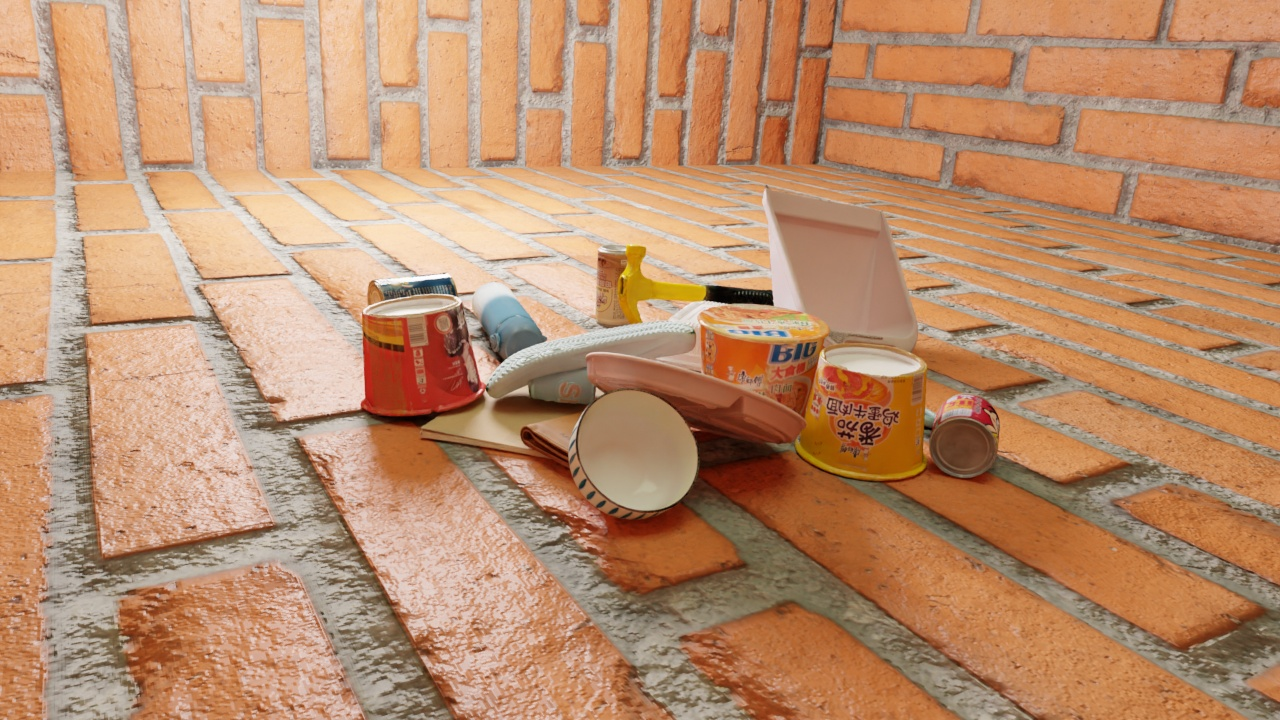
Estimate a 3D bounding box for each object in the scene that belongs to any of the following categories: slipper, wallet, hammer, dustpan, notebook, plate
[{"bbox_3d":[-0.054,0.009,1.048,0.245,0.074,0.104,-13,12,-3],"label":"slipper"},{"bbox_3d":[-0.035,0.081,0.925,0.130,0.035,0.119,-10,20,-42],"label":"wallet"},{"bbox_3d":[0.091,-0.100,1.393,0.300,0.129,0.033,1,12,-37],"label":"hammer"},{"bbox_3d":[0.302,-0.121,1.316,0.222,0.273,0.139,3,-4,-24],"label":"dustpan"},{"bbox_3d":[-0.131,0.055,1.026,0.149,0.012,0.211,9,19,11],"label":"notebook"},{"bbox_3d":[0.051,0.042,0.918,0.229,0.028,0.229,17,-9,3],"label":"plate"}]

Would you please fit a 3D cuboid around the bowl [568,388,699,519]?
[{"bbox_3d":[-0.013,0.090,0.824,0.116,0.116,0.066,-6,-23,-26],"label":"bowl"}]

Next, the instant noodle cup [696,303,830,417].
[{"bbox_3d":[0.135,0.007,1.057,0.151,0.111,0.151,4,18,-1],"label":"instant noodle cup"}]

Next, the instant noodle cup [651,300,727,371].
[{"bbox_3d":[0.099,-0.037,1.271,0.138,0.060,0.173,10,18,19],"label":"instant noodle cup"}]

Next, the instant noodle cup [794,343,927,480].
[{"bbox_3d":[0.236,0.048,0.960,0.138,0.110,0.138,2,19,-1],"label":"instant noodle cup"}]

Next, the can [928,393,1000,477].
[{"bbox_3d":[0.341,0.076,0.963,0.066,0.066,0.093,11,20,20],"label":"can"}]

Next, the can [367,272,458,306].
[{"bbox_3d":[-0.324,-0.083,1.300,0.111,0.075,0.075,-10,23,-33],"label":"can"}]

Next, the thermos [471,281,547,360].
[{"bbox_3d":[-0.182,-0.051,1.247,0.070,0.070,0.220,-3,19,-18],"label":"thermos"}]

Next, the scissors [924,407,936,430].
[{"bbox_3d":[0.290,0.049,1.085,0.181,0.019,0.170,23,12,30],"label":"scissors"}]

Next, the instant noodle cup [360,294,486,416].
[{"bbox_3d":[-0.245,-0.010,1.022,0.138,0.109,0.137,-3,16,1],"label":"instant noodle cup"}]

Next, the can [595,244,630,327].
[{"bbox_3d":[-0.038,-0.113,1.378,0.058,0.116,0.058,3,18,-1],"label":"can"}]
